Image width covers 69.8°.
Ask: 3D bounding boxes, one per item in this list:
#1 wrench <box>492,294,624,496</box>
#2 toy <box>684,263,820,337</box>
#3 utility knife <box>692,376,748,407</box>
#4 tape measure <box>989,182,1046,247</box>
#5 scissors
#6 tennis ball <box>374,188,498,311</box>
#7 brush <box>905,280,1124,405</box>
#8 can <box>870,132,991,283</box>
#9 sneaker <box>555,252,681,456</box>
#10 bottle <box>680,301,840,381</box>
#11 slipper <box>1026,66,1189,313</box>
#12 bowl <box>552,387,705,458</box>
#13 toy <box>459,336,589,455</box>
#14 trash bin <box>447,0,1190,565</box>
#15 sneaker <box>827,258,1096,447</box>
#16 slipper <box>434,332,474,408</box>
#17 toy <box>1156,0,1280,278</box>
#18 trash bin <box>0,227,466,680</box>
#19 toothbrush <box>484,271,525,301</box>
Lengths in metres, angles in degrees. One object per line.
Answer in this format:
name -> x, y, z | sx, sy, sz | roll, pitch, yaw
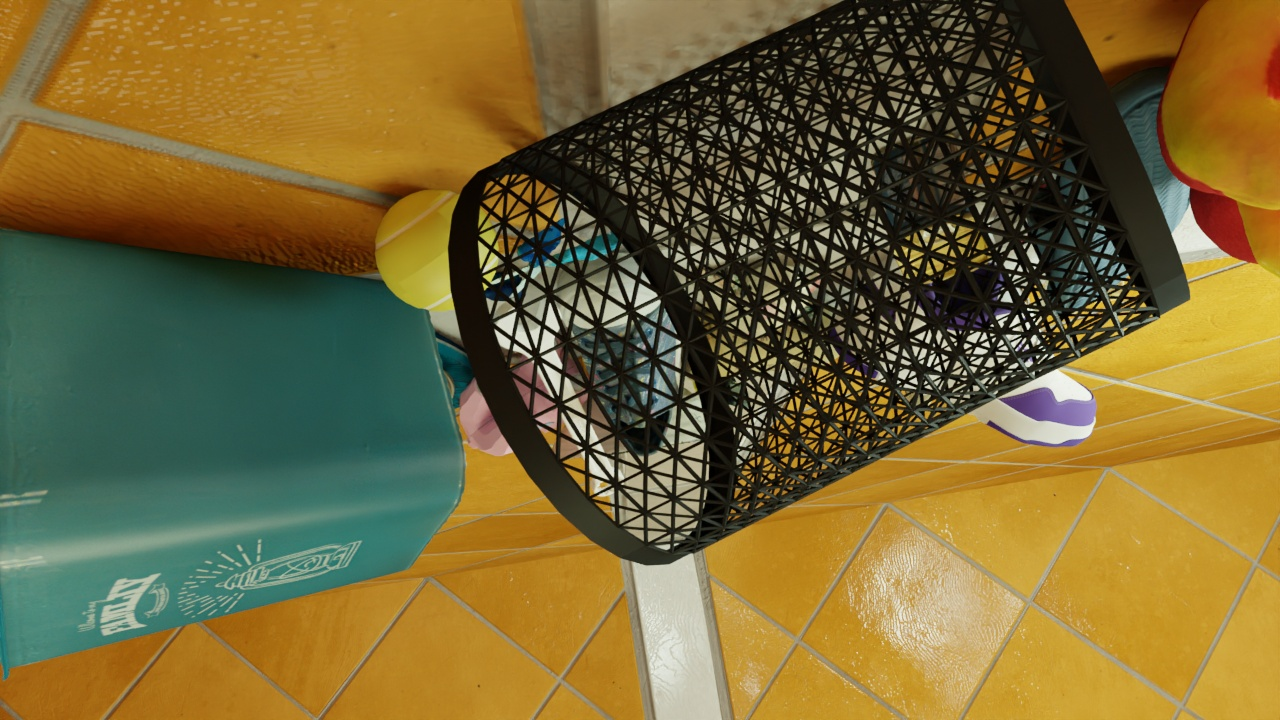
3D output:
wrench -> -0.054, 0.038, 0.707 | 0.047, 0.009, 0.274 | -27, 144, -6
toy -> 0.090, -0.046, 0.690 | 0.112, 0.050, 0.087 | -8, 164, -25
utility knife -> 0.072, 0.025, 0.827 | 0.020, 0.029, 0.203 | -12, -175, -5
tape measure -> 0.282, -0.103, 0.642 | 0.062, 0.020, 0.060 | -7, 158, -13
scissors -> -0.059, -0.061, 0.551 | 0.127, 0.014, 0.133 | -21, 175, -7
tennis ball -> -0.109, -0.059, 0.494 | 0.065, 0.065, 0.065 | -9, 164, -3
brush -> 0.316, -0.021, 0.809 | 0.077, 0.062, 0.273 | 9, 149, -16
can -> 0.177, -0.091, 0.560 | 0.054, 0.059, 0.099 | -16, 163, 20
sneaker -> -0.004, 0.004, 0.698 | 0.087, 0.079, 0.236 | -8, 153, 5
bottle -> 0.115, -0.019, 0.770 | 0.162, 0.056, 0.057 | -7, 164, -10
slipper -> 0.293, -0.104, 0.574 | 0.104, 0.059, 0.214 | -33, 147, 2
bowl -> -0.006, 0.048, 0.876 | 0.177, 0.071, 0.177 | -9, 178, -1
toy -> -0.096, 0.035, 0.784 | 0.123, 0.067, 0.158 | -34, 173, -21
trash bin -> 0.080, -0.049, 0.412 | 0.244, 0.216, 0.216 | -25, 158, 26
sneaker -> 0.277, -0.018, 0.726 | 0.244, 0.091, 0.111 | 20, 119, -17
slipper -> -0.196, 0.018, 0.721 | 0.118, 0.060, 0.295 | -14, 163, 4
toy -> 0.327, -0.115, 0.458 | 0.099, 0.147, 0.216 | 27, -169, 38
trash bin -> -0.237, 0.045, 0.521 | 0.218, 0.199, 0.197 | -1, 149, -34
toothbrush -> -0.166, -0.049, 0.586 | 0.189, 0.017, 0.016 | 0, 154, -24
